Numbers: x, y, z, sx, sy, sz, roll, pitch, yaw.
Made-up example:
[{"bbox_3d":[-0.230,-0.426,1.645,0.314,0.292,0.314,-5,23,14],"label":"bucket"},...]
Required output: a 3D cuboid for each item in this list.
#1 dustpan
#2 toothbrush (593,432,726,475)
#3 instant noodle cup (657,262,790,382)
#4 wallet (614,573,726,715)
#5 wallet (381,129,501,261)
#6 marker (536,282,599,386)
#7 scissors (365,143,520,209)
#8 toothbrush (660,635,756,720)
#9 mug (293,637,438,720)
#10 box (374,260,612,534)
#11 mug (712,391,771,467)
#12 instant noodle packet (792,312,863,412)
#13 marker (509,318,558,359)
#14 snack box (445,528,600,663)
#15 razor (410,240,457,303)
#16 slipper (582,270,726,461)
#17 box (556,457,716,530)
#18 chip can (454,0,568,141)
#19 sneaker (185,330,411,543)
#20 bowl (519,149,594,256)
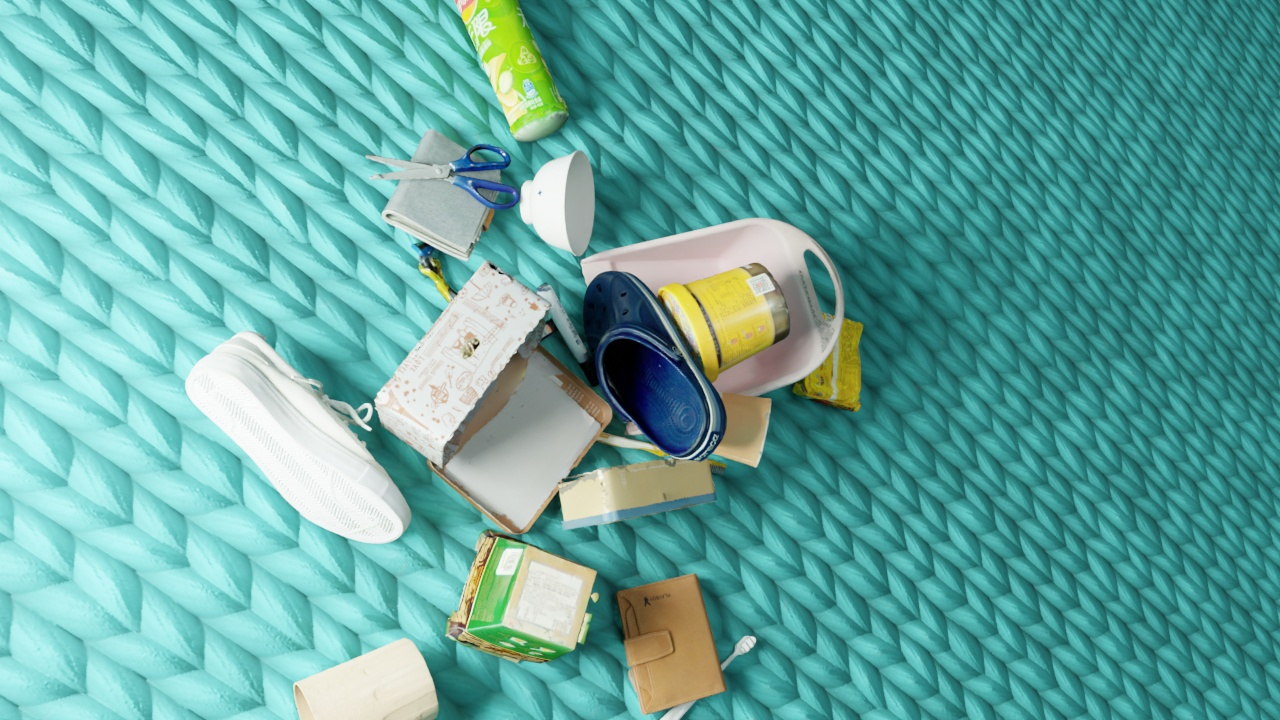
[{"bbox_3d":[0.093,-0.058,1.075,0.272,0.139,0.222,-16,85,-32],"label":"dustpan"},{"bbox_3d":[0.019,0.107,1.061,0.191,0.016,0.018,16,78,-25],"label":"toothbrush"},{"bbox_3d":[0.094,-0.046,1.015,0.114,0.118,0.118,-23,88,-11],"label":"instant noodle cup"},{"bbox_3d":[0.031,0.306,0.998,0.107,0.031,0.131,-5,72,-27],"label":"wallet"},{"bbox_3d":[-0.211,-0.177,1.001,0.106,0.037,0.129,29,53,-20],"label":"wallet"},{"bbox_3d":[-0.079,-0.029,1.035,0.131,0.018,0.022,61,31,-11],"label":"marker"},{"bbox_3d":[-0.208,-0.209,0.987,0.171,0.012,0.140,28,54,-19],"label":"scissors"},{"bbox_3d":[0.067,0.365,1.014,0.179,0.016,0.016,-35,87,-31],"label":"toothbrush"},{"bbox_3d":[-0.243,0.326,0.828,0.103,0.084,0.125,-18,109,-32],"label":"mug"},{"bbox_3d":[-0.132,0.042,0.902,0.226,0.157,0.179,43,68,-13],"label":"box"},{"bbox_3d":[0.078,0.067,1.022,0.123,0.078,0.078,13,68,4],"label":"mug"},{"bbox_3d":[0.245,-0.005,1.198,0.110,0.044,0.128,15,73,-31],"label":"instant noodle packet"},{"bbox_3d":[-0.127,-0.020,1.018,0.123,0.015,0.018,-36,97,-34],"label":"marker"},{"bbox_3d":[-0.109,0.232,0.904,0.117,0.106,0.118,25,65,-20],"label":"snack box"},{"bbox_3d":[-0.199,-0.068,0.989,0.143,0.022,0.042,52,15,-10],"label":"razor"},{"bbox_3d":[-0.006,0.006,0.969,0.095,0.105,0.252,13,35,-47],"label":"slipper"},{"bbox_3d":[-0.006,0.139,0.976,0.183,0.090,0.059,-6,80,-42],"label":"box"},{"bbox_3d":[-0.155,-0.364,1.064,0.072,0.073,0.221,-23,88,-31],"label":"chip can"},{"bbox_3d":[-0.305,0.071,0.862,0.242,0.090,0.090,49,28,-21],"label":"sneaker"},{"bbox_3d":[-0.098,-0.179,1.040,0.065,0.118,0.118,5,69,13],"label":"bowl"}]
